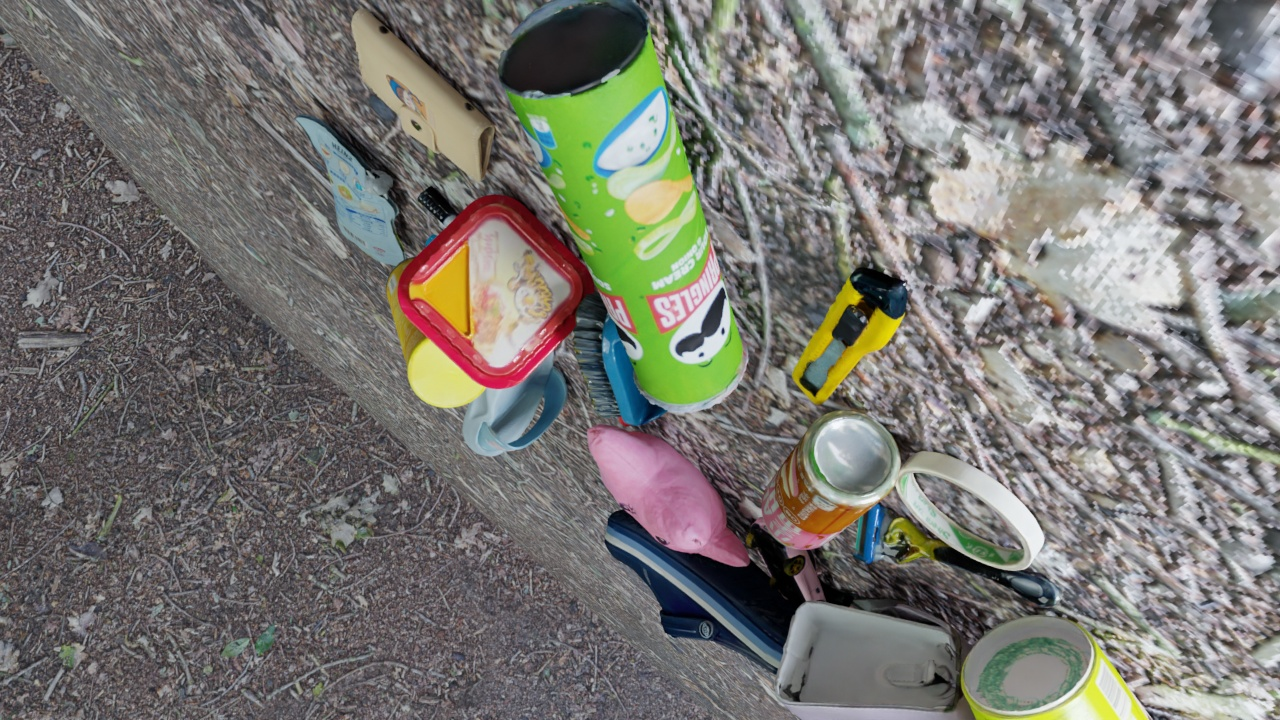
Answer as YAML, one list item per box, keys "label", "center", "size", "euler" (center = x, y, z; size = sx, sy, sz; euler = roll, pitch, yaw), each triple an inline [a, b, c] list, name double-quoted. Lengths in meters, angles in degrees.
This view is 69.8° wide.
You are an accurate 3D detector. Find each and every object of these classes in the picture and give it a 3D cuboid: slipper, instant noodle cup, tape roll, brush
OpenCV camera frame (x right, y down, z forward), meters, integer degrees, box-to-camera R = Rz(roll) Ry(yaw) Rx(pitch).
- label: "slipper"
  center: [0.068, 0.231, 0.891]
  size: [0.253, 0.095, 0.105]
  euler: [30, -166, 34]
- label: "instant noodle cup"
  center: [-0.108, -0.048, 0.699]
  size: [0.116, 0.116, 0.124]
  euler: [44, 174, -4]
- label: "tape roll"
  center: [0.185, 0.086, 0.521]
  size: [0.086, 0.013, 0.086]
  euler: [38, 161, 15]
- label: "instant noodle cup"
  center: [0.255, 0.224, 0.552]
  size: [0.123, 0.111, 0.112]
  euler: [57, 159, -15]
- label: "slipper"
  center: [-0.117, 0.038, 0.916]
  size: [0.074, 0.103, 0.246]
  euler: [42, 155, 7]
- label: "brush"
  center: [-0.004, 0.004, 0.677]
  size: [0.073, 0.055, 0.144]
  euler: [12, 152, 17]

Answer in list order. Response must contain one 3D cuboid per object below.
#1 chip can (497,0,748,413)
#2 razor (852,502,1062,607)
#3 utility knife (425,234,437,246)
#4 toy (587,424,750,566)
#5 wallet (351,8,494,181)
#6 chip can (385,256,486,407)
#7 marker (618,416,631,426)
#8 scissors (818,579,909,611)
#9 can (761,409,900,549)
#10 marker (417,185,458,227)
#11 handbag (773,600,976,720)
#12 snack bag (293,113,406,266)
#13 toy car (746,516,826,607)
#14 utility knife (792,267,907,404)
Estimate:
- label: "chip can"
  center: [0.000, -0.067, 0.476]
  size: [0.072, 0.072, 0.236]
  euler: [30, 158, 35]
- label: "razor"
  center: [0.196, 0.123, 0.573]
  size: [0.143, 0.022, 0.043]
  euler: [12, 101, 52]
- label: "utility knife"
  center: [-0.112, -0.060, 0.812]
  size: [0.225, 0.018, 0.034]
  euler: [32, 179, 28]
- label: "toy"
  center: [0.020, 0.120, 0.830]
  size: [0.194, 0.074, 0.178]
  euler: [43, 179, -21]
- label: "wallet"
  center: [-0.148, -0.174, 0.626]
  size: [0.115, 0.024, 0.087]
  euler: [41, 163, 2]
- label: "chip can"
  center: [-0.194, -0.033, 0.855]
  size: [0.072, 0.072, 0.213]
  euler: [55, 177, -31]
- label: "marker"
  center: [-0.016, 0.022, 0.797]
  size: [0.017, 0.017, 0.145]
  euler: [37, 161, 19]
- label: "scissors"
  center: [0.175, 0.210, 0.808]
  size: [0.152, 0.021, 0.235]
  euler: [36, 161, 24]
- label: "can"
  center: [0.116, 0.080, 0.583]
  size: [0.058, 0.057, 0.147]
  euler: [39, 162, 12]
- label: "marker"
  center: [-0.138, -0.099, 0.780]
  size: [0.130, 0.018, 0.023]
  euler: [43, 153, 3]
- label: "handbag"
  center: [0.215, 0.268, 0.708]
  size: [0.145, 0.098, 0.197]
  euler: [-6, 138, 42]
- label: "snack bag"
  center: [-0.277, -0.162, 0.902]
  size: [0.110, 0.038, 0.191]
  euler: [46, 161, 7]
- label: "toy car"
  center: [0.131, 0.179, 0.801]
  size: [0.056, 0.037, 0.122]
  euler: [33, 158, 47]
- label: "utility knife"
  center: [0.105, -0.007, 0.479]
  size: [0.033, 0.015, 0.157]
  euler: [42, 162, 12]
